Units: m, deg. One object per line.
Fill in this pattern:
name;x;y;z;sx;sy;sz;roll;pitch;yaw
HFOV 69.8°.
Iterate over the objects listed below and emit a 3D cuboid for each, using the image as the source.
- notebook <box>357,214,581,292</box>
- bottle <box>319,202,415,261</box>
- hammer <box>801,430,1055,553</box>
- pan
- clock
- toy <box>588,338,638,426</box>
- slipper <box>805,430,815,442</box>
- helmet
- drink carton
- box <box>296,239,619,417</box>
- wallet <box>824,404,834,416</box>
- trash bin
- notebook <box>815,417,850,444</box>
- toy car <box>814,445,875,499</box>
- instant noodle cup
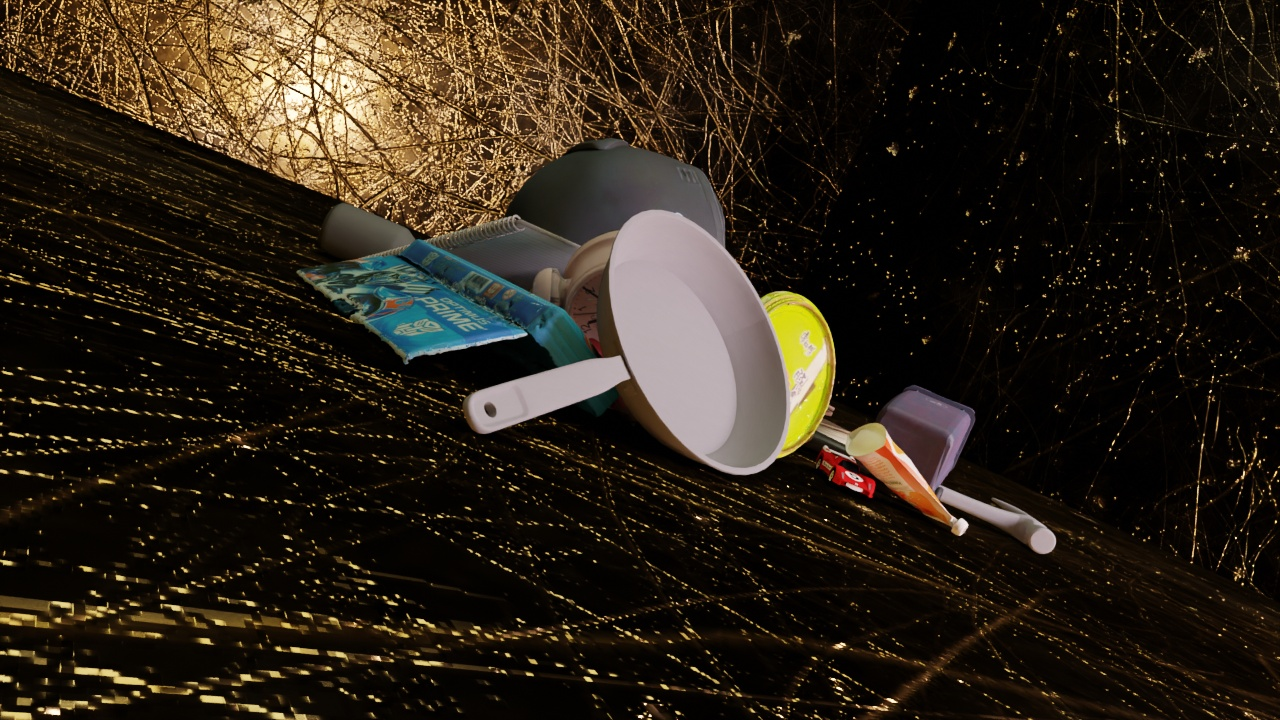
notebook;-0.141;-0.084;0.884;0.246;0.013;0.177;-7;-16;38
bottle;-0.285;-0.124;0.989;0.108;0.060;0.060;22;4;-2
hammer;0.311;0.138;1.056;0.311;0.029;0.125;23;5;8
pan;-0.002;0.002;0.595;0.051;0.200;0.355;-26;-4;35
clock;-0.028;-0.039;0.766;0.158;0.117;0.058;-17;27;12
toy;-0.021;0.014;0.713;0.102;0.065;0.050;22;-29;41
slipper;0.106;0.029;0.997;0.197;0.081;0.093;19;4;-19
helmet;-0.047;-0.128;1.082;0.235;0.249;0.316;-6;8;-11
drink carton;0.246;0.113;0.848;0.122;0.039;0.069;45;-8;-16
box;-0.135;-0.043;0.680;0.170;0.071;0.244;19;5;-39
wallet;0.178;0.035;1.177;0.098;0.027;0.121;21;5;-34
trash bin;0.295;0.088;0.980;0.094;0.092;0.160;25;15;22
notebook;0.145;0.054;1.190;0.190;0.034;0.215;21;4;-26
toy car;0.188;0.103;0.845;0.038;0.025;0.089;23;4;-3
instant noodle cup;0.095;0.009;0.821;0.146;0.146;0.098;19;-6;-44
